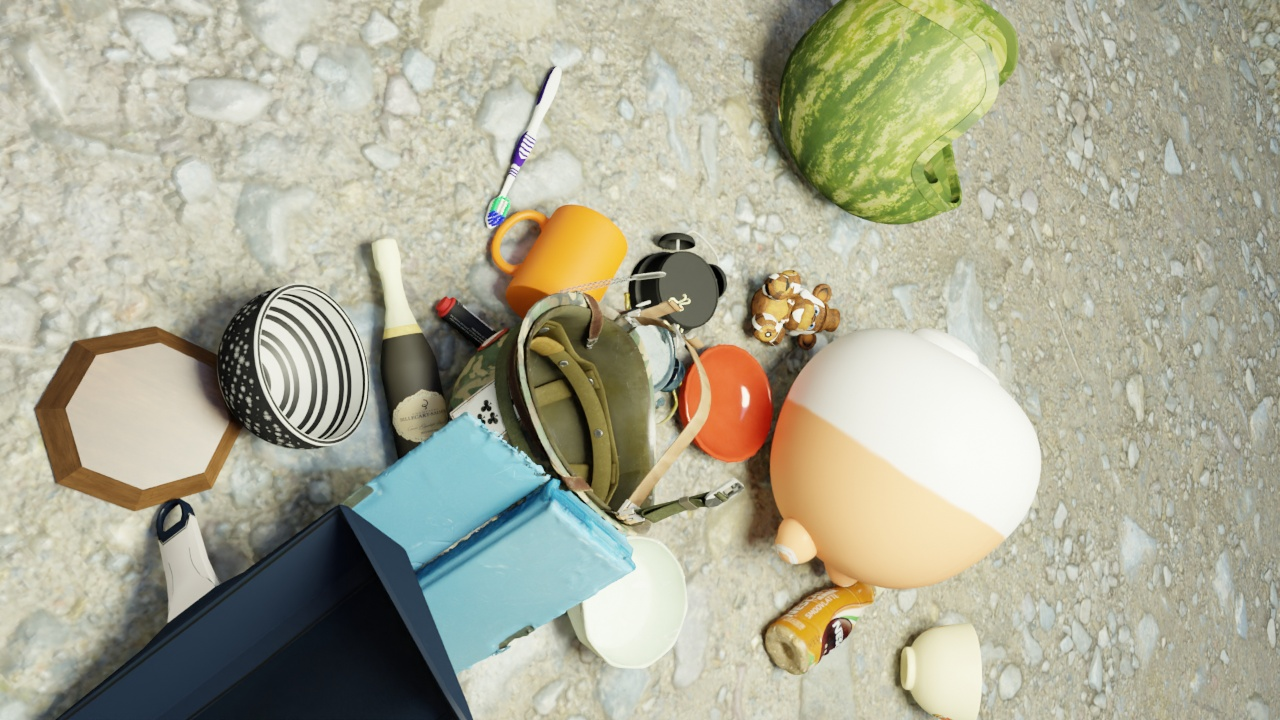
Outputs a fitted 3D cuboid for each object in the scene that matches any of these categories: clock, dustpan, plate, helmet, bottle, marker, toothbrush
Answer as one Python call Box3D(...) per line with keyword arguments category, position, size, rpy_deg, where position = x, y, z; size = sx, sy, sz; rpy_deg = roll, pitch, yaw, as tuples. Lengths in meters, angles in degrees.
Box3D(category="clock", position=(0.042, -0.079, 0.935), size=(0.091, 0.043, 0.120), rpy_deg=(45, 60, -24))
Box3D(category="dustpan", position=(-0.257, 0.195, 0.578), size=(0.236, 0.273, 0.080), rpy_deg=(-38, 134, -3))
Box3D(category="clock", position=(-0.005, 0.005, 0.873), size=(0.090, 0.052, 0.129), rpy_deg=(-45, 116, -35))
Box3D(category="plate", position=(-0.344, 0.040, 0.641), size=(0.131, 0.025, 0.131), rpy_deg=(6, 81, -36))
Box3D(category="helmet", position=(0.272, -0.281, 1.015), size=(0.243, 0.248, 0.212), rpy_deg=(28, 37, 11))
Box3D(category="bottle", position=(-0.192, -0.008, 0.749), size=(0.045, 0.045, 0.184), rpy_deg=(-12, 91, -37))
Box3D(category="marker", position=(-0.121, -0.007, 0.818), size=(0.145, 0.021, 0.023), rpy_deg=(41, 32, -26))
Box3D(category="toothbrush", position=(-0.107, -0.203, 0.858), size=(0.015, 0.016, 0.186), rpy_deg=(31, 67, -30))
Box3D(category="helmet", position=(-0.039, 0.044, 0.729), size=(0.224, 0.236, 0.192), rpy_deg=(68, 20, -55))
Box3D(category="bottle", position=(0.209, 0.277, 1.004), size=(0.166, 0.059, 0.059), rpy_deg=(-24, 98, -37))

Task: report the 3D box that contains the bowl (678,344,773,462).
Box3D(category="bowl", position=(0.083, 0.045, 0.955), size=(0.121, 0.035, 0.122), rpy_deg=(6, 81, -36))

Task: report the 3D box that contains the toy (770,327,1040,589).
Box3D(category="toy", position=(0.257, 0.105, 0.950), size=(0.262, 0.266, 0.281), rpy_deg=(32, 94, -46))

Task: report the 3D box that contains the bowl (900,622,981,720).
Box3D(category="bowl", position=(0.348, 0.366, 1.081), size=(0.074, 0.118, 0.118), rpy_deg=(4, 78, 6))

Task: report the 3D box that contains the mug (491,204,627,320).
Box3D(category="mug", position=(-0.081, -0.089, 0.831), size=(0.112, 0.078, 0.095), rpy_deg=(29, 65, -4))

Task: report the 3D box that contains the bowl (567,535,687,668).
Box3D(category="bowl", position=(-0.020, 0.218, 0.839), size=(0.117, 0.061, 0.117), rpy_deg=(6, 80, -36))

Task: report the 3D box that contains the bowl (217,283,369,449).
Box3D(category="bowl", position=(-0.263, 0.009, 0.672), size=(0.120, 0.066, 0.120), rpy_deg=(-12, 90, -71))

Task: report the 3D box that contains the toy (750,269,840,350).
Box3D(category="toy", position=(0.172, -0.054, 1.018), size=(0.112, 0.067, 0.087), rpy_deg=(12, 101, -23))

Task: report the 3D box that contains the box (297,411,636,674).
Box3D(category="box", position=(-0.144, 0.148, 0.668), size=(0.174, 0.232, 0.033), rpy_deg=(44, 25, -22))
